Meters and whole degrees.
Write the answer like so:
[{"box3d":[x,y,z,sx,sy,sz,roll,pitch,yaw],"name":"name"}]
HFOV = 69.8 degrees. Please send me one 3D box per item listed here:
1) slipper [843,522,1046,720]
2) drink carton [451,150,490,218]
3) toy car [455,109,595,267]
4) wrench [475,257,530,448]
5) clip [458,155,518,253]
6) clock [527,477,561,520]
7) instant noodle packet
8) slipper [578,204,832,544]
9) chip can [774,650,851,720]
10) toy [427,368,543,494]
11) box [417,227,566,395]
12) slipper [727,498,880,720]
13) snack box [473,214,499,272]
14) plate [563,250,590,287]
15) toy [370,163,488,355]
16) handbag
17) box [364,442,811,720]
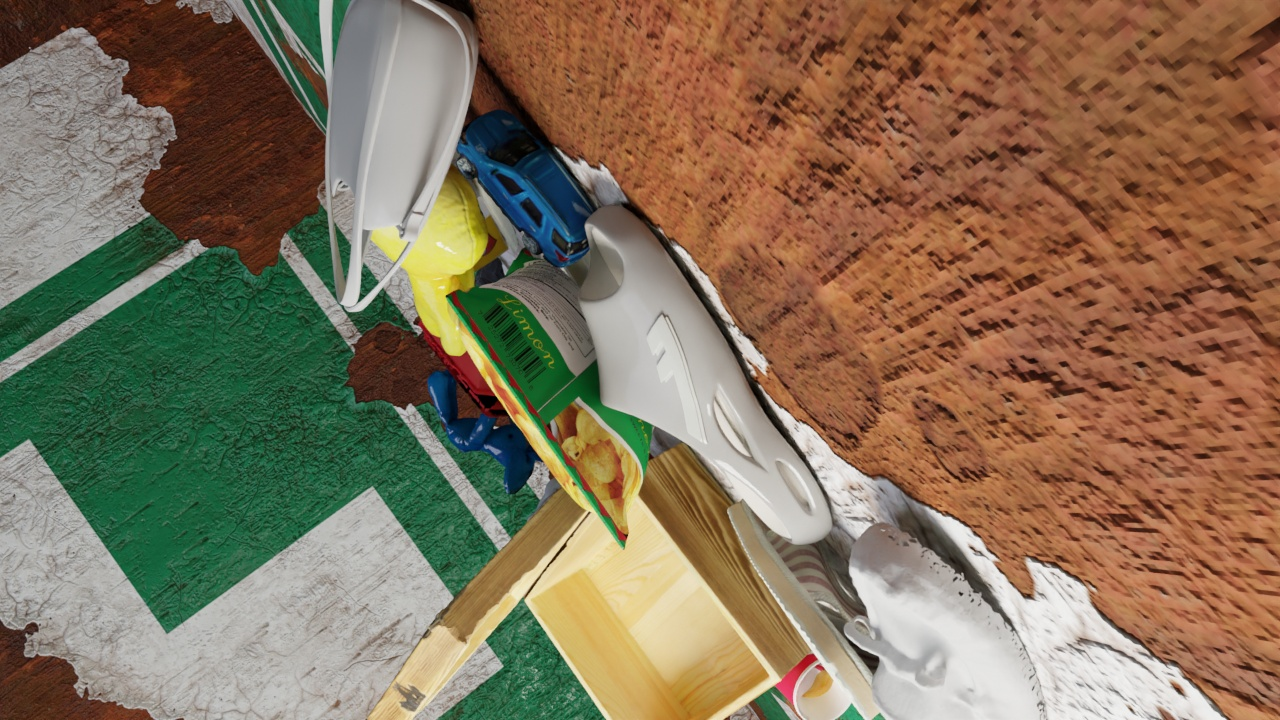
[{"box3d":[0.173,0.187,0.527,0.112,0.074,0.247,15,141,49],"name":"slipper"},{"box3d":[-0.191,-0.187,0.871,0.125,0.076,0.048,47,169,10],"name":"drink carton"},{"box3d":[-0.075,-0.122,0.637,0.120,0.056,0.044,49,148,-5],"name":"toy car"},{"box3d":[-0.162,-0.013,1.147,0.073,0.022,0.273,12,-124,-41],"name":"wrench"},{"box3d":[-0.107,-0.140,0.744,0.102,0.058,0.052,59,-173,14],"name":"clip"},{"box3d":[-0.079,0.156,1.005,0.035,0.095,0.122,39,-159,24],"name":"clock"},{"box3d":[-0.055,0.012,0.692,0.195,0.090,0.252,56,-169,-9],"name":"instant noodle packet"},{"box3d":[0.025,0.028,0.603,0.266,0.080,0.113,56,172,-15],"name":"slipper"},{"box3d":[0.142,0.299,0.989,0.069,0.069,0.221,58,169,-21],"name":"chip can"},{"box3d":[-0.159,0.080,0.974,0.176,0.071,0.112,35,-167,3],"name":"toy"},{"box3d":[-0.118,-0.051,0.956,0.214,0.164,0.153,40,118,54],"name":"box"},{"box3d":[0.128,0.171,0.696,0.115,0.052,0.263,54,-179,-15],"name":"slipper"},{"box3d":[-0.213,-0.163,1.066,0.106,0.061,0.084,44,166,41],"name":"snack box"},{"box3d":[-0.048,-0.077,0.768,0.134,0.011,0.135,51,169,13],"name":"plate"},{"box3d":[-0.182,-0.099,0.790,0.134,0.092,0.208,39,149,43],"name":"toy"},{"box3d":[-0.184,-0.138,0.632,0.095,0.223,0.216,9,-166,-30],"name":"handbag"},{"box3d":[-0.072,0.265,0.865,0.286,0.333,0.280,52,137,17],"name":"box"}]
